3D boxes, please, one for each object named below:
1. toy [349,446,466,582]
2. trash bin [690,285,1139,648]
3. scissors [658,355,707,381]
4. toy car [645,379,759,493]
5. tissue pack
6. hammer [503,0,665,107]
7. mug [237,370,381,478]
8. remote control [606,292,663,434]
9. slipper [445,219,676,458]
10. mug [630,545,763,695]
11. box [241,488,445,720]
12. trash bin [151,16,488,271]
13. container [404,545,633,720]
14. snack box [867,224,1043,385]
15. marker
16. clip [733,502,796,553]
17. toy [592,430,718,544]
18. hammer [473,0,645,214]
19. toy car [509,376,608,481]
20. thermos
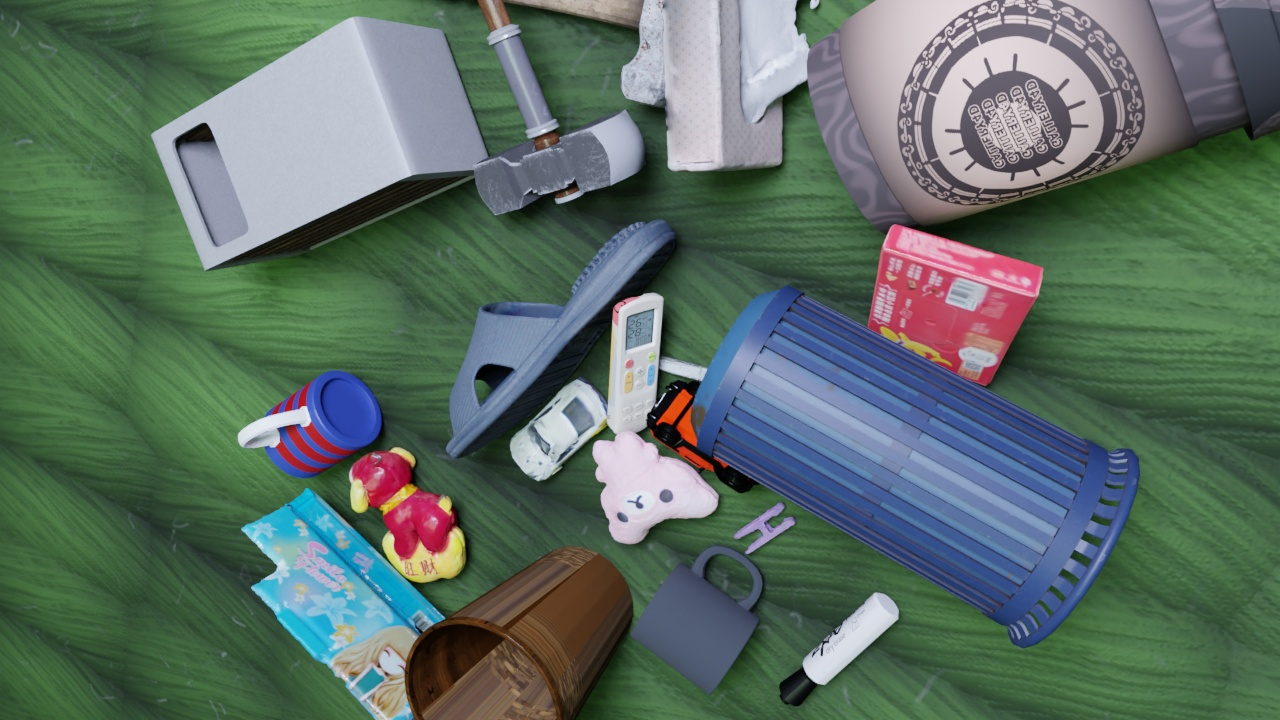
[{"bbox_3d":[-0.207,0.141,0.830,0.106,0.067,0.137,-29,97,30],"label":"toy"},{"bbox_3d":[0.164,0.058,0.599,0.249,0.139,0.139,29,113,13],"label":"trash bin"},{"bbox_3d":[0.066,0.024,0.705,0.172,0.014,0.090,-7,99,22],"label":"scissors"},{"bbox_3d":[0.053,0.059,0.698,0.100,0.051,0.049,33,157,11],"label":"toy car"},{"bbox_3d":[0.066,-0.217,0.600,0.071,0.103,0.181,5,103,38],"label":"tissue pack"},{"bbox_3d":[-0.096,-0.279,0.684,0.319,0.048,0.122,19,108,20],"label":"hammer"},{"bbox_3d":[-0.299,0.058,0.819,0.076,0.111,0.075,-29,75,27],"label":"mug"},{"bbox_3d":[-0.004,0.004,0.699,0.018,0.038,0.126,44,142,43],"label":"remote control"},{"bbox_3d":[-0.084,-0.026,0.712,0.082,0.101,0.264,46,113,6],"label":"slipper"},{"bbox_3d":[0.053,0.199,0.732,0.077,0.071,0.105,34,87,13],"label":"mug"},{"bbox_3d":[-0.250,0.215,0.825,0.227,0.172,0.083,41,85,9],"label":"box"},{"bbox_3d":[-0.256,-0.168,0.739,0.229,0.114,0.114,-17,96,26],"label":"trash bin"},{"bbox_3d":[-0.084,0.229,0.738,0.132,0.167,0.132,6,105,22],"label":"container"},{"bbox_3d":[0.192,-0.031,0.580,0.089,0.133,0.021,21,71,17],"label":"snack box"},{"bbox_3d":[0.151,0.228,0.715,0.025,0.025,0.126,41,115,9],"label":"marker"},{"bbox_3d":[0.096,0.129,0.721,0.053,0.013,0.037,-23,94,24],"label":"clip"},{"bbox_3d":[0.001,0.097,0.728,0.099,0.052,0.096,-25,111,25],"label":"toy"},{"bbox_3d":[-0.110,-0.263,0.633,0.156,0.042,0.322,-4,116,41],"label":"hammer"},{"bbox_3d":[-0.070,0.061,0.764,0.048,0.033,0.106,48,117,4],"label":"toy car"},{"bbox_3d":[0.224,-0.170,0.509,0.227,0.172,0.172,-20,95,33],"label":"thermos"}]
